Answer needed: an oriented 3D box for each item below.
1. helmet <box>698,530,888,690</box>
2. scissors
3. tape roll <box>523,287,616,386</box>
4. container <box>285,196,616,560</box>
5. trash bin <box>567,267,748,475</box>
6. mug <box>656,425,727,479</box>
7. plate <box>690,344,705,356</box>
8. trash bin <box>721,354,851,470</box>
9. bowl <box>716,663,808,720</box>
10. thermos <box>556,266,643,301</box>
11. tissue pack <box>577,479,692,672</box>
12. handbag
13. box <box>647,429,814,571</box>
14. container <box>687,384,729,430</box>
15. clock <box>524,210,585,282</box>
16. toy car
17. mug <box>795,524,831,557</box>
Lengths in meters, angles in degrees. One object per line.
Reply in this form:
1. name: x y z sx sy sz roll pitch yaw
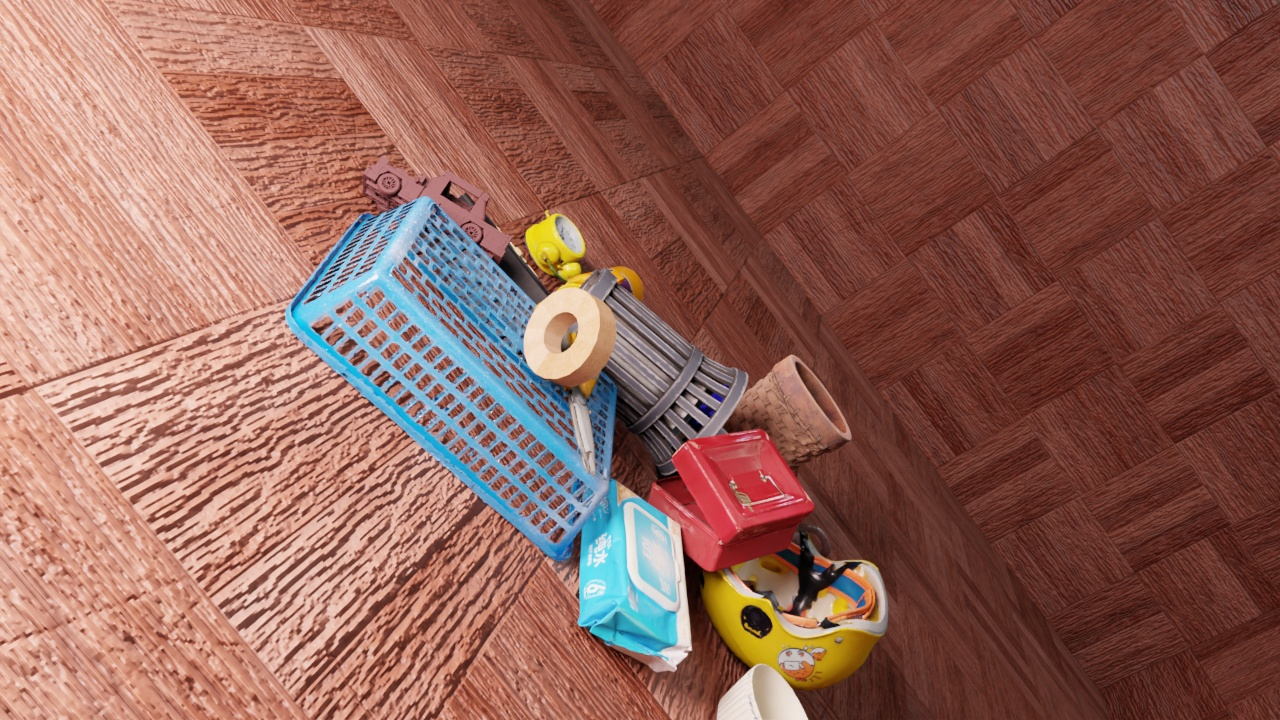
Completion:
1. helmet: 0.167 0.303 1.108 0.240 0.140 0.208 23 20 15
2. scissors: -0.059 0.035 0.943 0.114 0.016 0.228 34 29 -44
3. tape roll: -0.069 -0.023 0.897 0.027 0.094 0.094 28 32 -51
4. container: -0.157 0.000 0.937 0.362 0.089 0.256 46 21 -22
5. trash bin: -0.007 0.007 1.141 0.227 0.164 0.164 40 22 -8
6. mug: 0.089 0.146 1.253 0.121 0.095 0.085 25 35 -55
7. plate: 0.062 -0.017 1.499 0.184 0.036 0.184 38 2 -2
8. trash bin: 0.182 0.111 1.354 0.151 0.210 0.151 46 20 -22
9. bowl: 0.129 0.393 0.984 0.115 0.063 0.115 46 21 -23
10. thermos: -0.058 -0.098 1.318 0.076 0.091 0.232 24 14 10
11. tissue pack: -0.008 0.214 0.953 0.117 0.066 0.209 40 25 -27
12. handbag: -0.175 -0.123 1.172 0.176 0.072 0.195 51 9 -8
13. box: 0.103 0.174 1.078 0.157 0.127 0.137 -1 46 -45
14. container: 0.091 0.058 1.421 0.113 0.085 0.084 36 27 -44
15. clock: -0.123 -0.159 1.333 0.083 0.057 0.118 36 35 -41
16. toy car: -0.220 -0.169 1.019 0.170 0.061 0.070 31 -20 -8
17. mug: 0.221 0.277 1.304 0.110 0.123 0.096 49 40 -14
